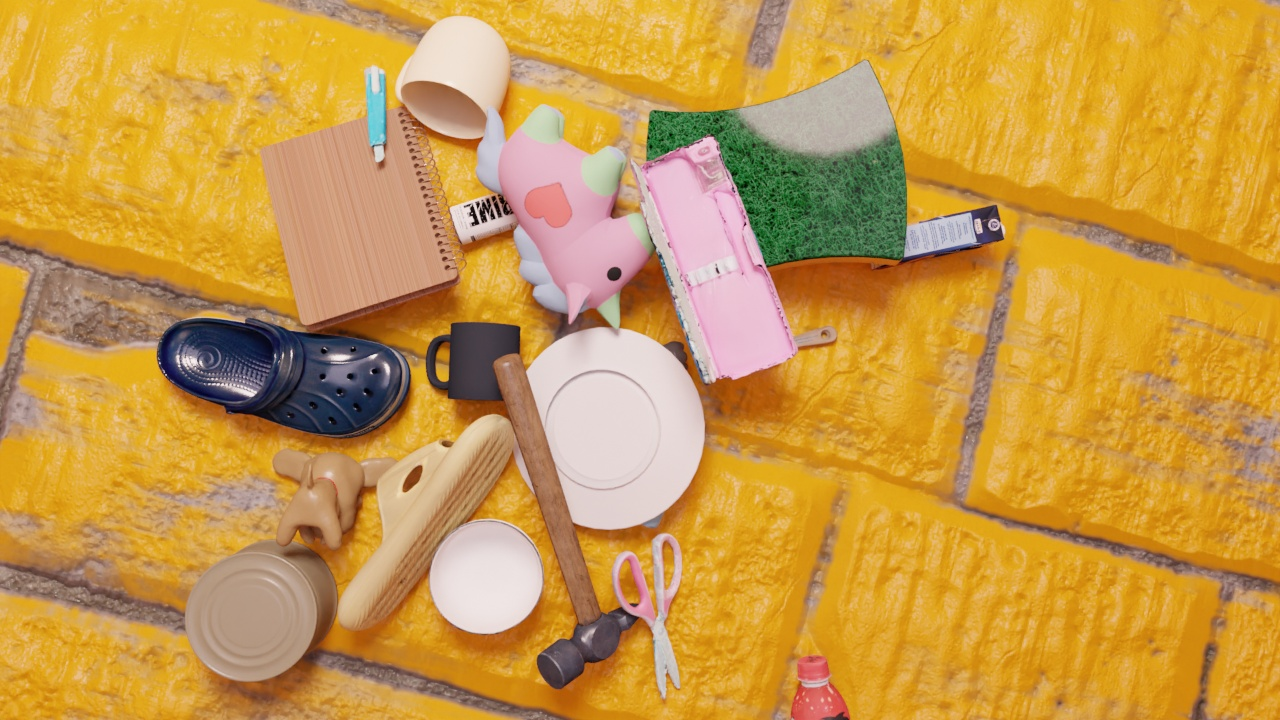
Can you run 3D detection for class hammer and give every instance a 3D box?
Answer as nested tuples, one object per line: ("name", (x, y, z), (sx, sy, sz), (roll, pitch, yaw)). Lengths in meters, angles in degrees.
("hammer", (-0.083, 0.147, 0.900), (0.129, 0.040, 0.322), (-26, 104, -41))

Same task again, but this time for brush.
("brush", (0.141, -0.014, 0.993), (0.151, 0.012, 0.039), (-15, 88, -6))
("brush", (0.137, -0.175, 0.934), (0.250, 0.075, 0.195), (-10, 89, 12))

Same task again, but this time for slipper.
("slipper", (-0.227, 0.151, 0.923), (0.079, 0.111, 0.261), (36, 89, 20))
("slipper", (-0.363, 0.015, 0.917), (0.253, 0.095, 0.105), (10, 84, 0))

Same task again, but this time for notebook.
("notebook", (-0.282, -0.150, 0.935), (0.169, 0.022, 0.210), (-18, 72, -5))

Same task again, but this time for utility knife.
("utility knife", (-0.275, -0.256, 0.950), (0.022, 0.015, 0.124), (-4, 64, -8))

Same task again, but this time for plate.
("plate", (-0.038, 0.070, 0.942), (0.209, 0.015, 0.208), (0, 89, 14))

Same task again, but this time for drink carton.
("drink carton", (0.315, -0.131, 0.985), (0.130, 0.064, 0.040), (-13, 90, -3))

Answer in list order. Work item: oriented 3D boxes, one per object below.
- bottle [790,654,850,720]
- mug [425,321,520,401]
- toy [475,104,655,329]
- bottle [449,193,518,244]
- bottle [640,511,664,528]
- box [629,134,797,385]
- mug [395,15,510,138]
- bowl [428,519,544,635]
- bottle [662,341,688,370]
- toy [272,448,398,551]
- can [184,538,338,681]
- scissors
("bottle", (0.188, 0.379, 0.954), (0.062, 0.062, 0.137), (-8, 89, -5))
("mug", (-0.176, 0.002, 0.947), (0.105, 0.071, 0.077), (1, 87, 23))
("toy", (-0.082, -0.144, 0.908), (0.222, 0.120, 0.171), (32, 102, -3))
("bottle", (-0.140, -0.158, 0.965), (0.116, 0.041, 0.041), (-19, 89, -5))
("bottle", (0.024, 0.110, 0.965), (0.040, 0.040, 0.130), (24, 86, -3))
("box", (0.066, -0.096, 0.857), (0.086, 0.105, 0.230), (-21, 87, 12))
("mug", (-0.194, -0.298, 0.943), (0.120, 0.096, 0.099), (9, 69, 21))
("bowl", (-0.154, 0.216, 0.935), (0.113, 0.063, 0.113), (0, 87, -4))
("bottle", (-0.006, 0.006, 0.969), (0.110, 0.036, 0.036), (-11, 88, -5))
("toy", (-0.314, 0.137, 0.911), (0.134, 0.108, 0.106), (5, 103, -4))
("can", (-0.375, 0.247, 0.913), (0.128, 0.073, 0.127), (0, 87, -4))
("scissors", (0.029, 0.266, 0.963), (0.105, 0.016, 0.179), (-30, 107, -39))
